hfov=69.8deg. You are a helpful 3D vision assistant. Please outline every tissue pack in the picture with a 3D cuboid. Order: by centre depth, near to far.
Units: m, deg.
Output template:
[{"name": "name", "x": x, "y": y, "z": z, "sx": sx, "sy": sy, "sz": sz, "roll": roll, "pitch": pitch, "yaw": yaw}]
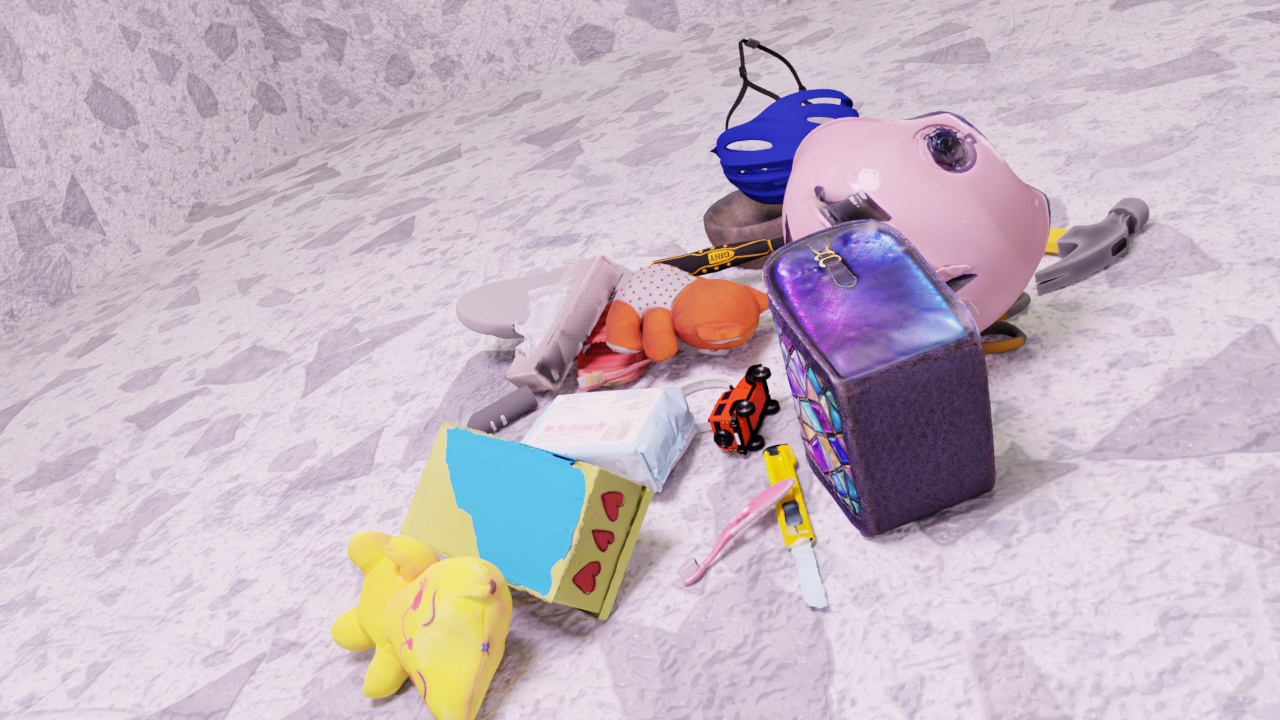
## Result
[{"name": "tissue pack", "x": -0.040, "y": 0.085, "z": 0.930, "sx": 0.182, "sy": 0.070, "sz": 0.111, "roll": -6, "pitch": 31, "yaw": 30}, {"name": "tissue pack", "x": -0.104, "y": -0.049, "z": 1.137, "sx": 0.104, "sy": 0.071, "sz": 0.181, "roll": -6, "pitch": 53, "yaw": 57}]

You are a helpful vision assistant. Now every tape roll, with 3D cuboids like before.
[{"name": "tape roll", "x": 0.066, "y": 0.046, "z": 0.985, "sx": 0.093, "sy": 0.013, "sz": 0.093, "roll": -16, "pitch": 28, "yaw": 8}]

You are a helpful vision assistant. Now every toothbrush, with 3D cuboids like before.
[{"name": "toothbrush", "x": 0.083, "y": 0.142, "z": 0.784, "sx": 0.134, "sy": 0.016, "sz": 0.022, "roll": -40, "pitch": 21, "yaw": -18}, {"name": "toothbrush", "x": -0.006, "y": 0.006, "z": 1.040, "sx": 0.015, "sy": 0.016, "sz": 0.184, "roll": -7, "pitch": 8, "yaw": 41}]

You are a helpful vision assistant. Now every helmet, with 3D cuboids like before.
[{"name": "helmet", "x": 0.240, "y": -0.107, "z": 0.876, "sx": 0.152, "sy": 0.255, "sz": 0.231, "roll": -55, "pitch": 6, "yaw": -27}, {"name": "helmet", "x": 0.190, "y": -0.316, "z": 1.176, "sx": 0.147, "sy": 0.227, "sz": 0.242, "roll": 0, "pitch": -3, "yaw": -43}]

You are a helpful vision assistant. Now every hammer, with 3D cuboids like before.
[{"name": "hammer", "x": 0.406, "y": -0.148, "z": 1.090, "sx": 0.169, "sy": 0.034, "sz": 0.325, "roll": -36, "pitch": 30, "yaw": -25}, {"name": "hammer", "x": 0.164, "y": -0.142, "z": 1.159, "sx": 0.321, "sy": 0.123, "sz": 0.036, "roll": -13, "pitch": -4, "yaw": 19}]

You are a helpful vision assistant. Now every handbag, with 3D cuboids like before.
[{"name": "handbag", "x": 0.190, "y": 0.008, "z": 0.776, "sx": 0.125, "sy": 0.205, "sz": 0.221, "roll": -21, "pitch": 34, "yaw": -1}]

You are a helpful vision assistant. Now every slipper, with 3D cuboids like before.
[{"name": "slipper", "x": -0.022, "y": -0.048, "z": 1.162, "sx": 0.104, "sy": 0.059, "sz": 0.248, "roll": -8, "pitch": 29, "yaw": 22}, {"name": "slipper", "x": -0.124, "y": -0.067, "z": 1.263, "sx": 0.265, "sy": 0.081, "sz": 0.113, "roll": -21, "pitch": 45, "yaw": -33}]

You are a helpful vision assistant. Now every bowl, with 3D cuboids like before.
[{"name": "bowl", "x": 0.172, "y": -0.185, "z": 1.263, "sx": 0.162, "sy": 0.070, "sz": 0.162, "roll": -16, "pitch": 28, "yaw": 9}]

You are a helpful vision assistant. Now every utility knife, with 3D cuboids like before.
[{"name": "utility knife", "x": 0.133, "y": 0.135, "z": 0.787, "sx": 0.030, "sy": 0.019, "sz": 0.218, "roll": -25, "pitch": 30, "yaw": 12}]

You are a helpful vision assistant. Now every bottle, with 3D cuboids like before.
[{"name": "bottle", "x": -0.178, "y": 0.069, "z": 1.087, "sx": 0.112, "sy": 0.030, "sz": 0.030, "roll": -30, "pitch": 29, "yaw": -17}]

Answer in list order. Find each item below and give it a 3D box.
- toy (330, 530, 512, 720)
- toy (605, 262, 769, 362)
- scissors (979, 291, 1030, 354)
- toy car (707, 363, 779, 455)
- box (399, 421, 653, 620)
[{"name": "toy", "x": -0.178, "y": 0.219, "z": 0.766, "sx": 0.087, "sy": 0.134, "sz": 0.194, "roll": 14, "pitch": -7, "yaw": -43}, {"name": "toy", "x": 0.059, "y": -0.055, "z": 1.066, "sx": 0.173, "sy": 0.093, "sz": 0.163, "roll": 14, "pitch": 37, "yaw": 29}, {"name": "scissors", "x": 0.300, "y": -0.043, "z": 0.984, "sx": 0.228, "sy": 0.016, "sz": 0.133, "roll": 3, "pitch": 37, "yaw": 36}, {"name": "toy car", "x": 0.103, "y": 0.049, "z": 0.915, "sx": 0.049, "sy": 0.051, "sz": 0.100, "roll": -2, "pitch": 34, "yaw": 28}, {"name": "box", "x": -0.105, "y": 0.137, "z": 0.819, "sx": 0.221, "sy": 0.082, "sz": 0.124, "roll": 8, "pitch": 75, "yaw": 40}]
